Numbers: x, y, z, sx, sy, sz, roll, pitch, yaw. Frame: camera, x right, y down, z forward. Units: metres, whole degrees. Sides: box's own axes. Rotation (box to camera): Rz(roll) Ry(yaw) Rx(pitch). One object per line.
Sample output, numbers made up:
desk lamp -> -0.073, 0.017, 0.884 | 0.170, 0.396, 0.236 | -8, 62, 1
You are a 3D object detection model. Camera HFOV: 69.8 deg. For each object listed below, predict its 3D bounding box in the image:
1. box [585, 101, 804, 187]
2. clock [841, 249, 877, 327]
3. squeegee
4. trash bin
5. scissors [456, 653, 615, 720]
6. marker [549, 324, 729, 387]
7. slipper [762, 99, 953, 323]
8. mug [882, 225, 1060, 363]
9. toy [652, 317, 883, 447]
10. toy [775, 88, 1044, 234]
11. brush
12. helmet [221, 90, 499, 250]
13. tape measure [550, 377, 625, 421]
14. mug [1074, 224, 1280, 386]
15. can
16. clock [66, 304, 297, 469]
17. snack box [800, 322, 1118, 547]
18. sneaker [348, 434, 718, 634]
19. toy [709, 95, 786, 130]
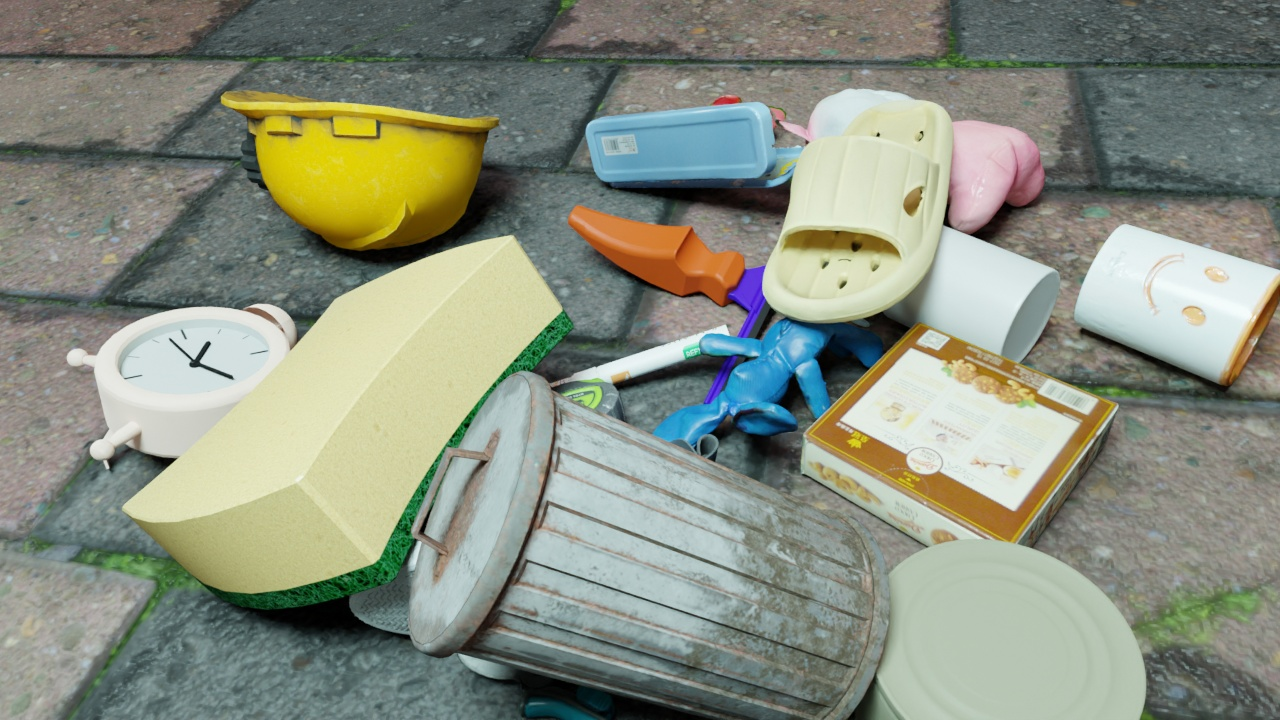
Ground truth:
box -> 0.051, -0.196, 0.833 | 0.211, 0.073, 0.078 | 9, 28, 43
clock -> 0.181, -0.086, 0.746 | 0.094, 0.043, 0.119 | 26, 52, 30
squeegee -> 0.026, -0.085, 0.756 | 0.185, 0.055, 0.248 | 24, 58, 10
trash bin -> -0.003, 0.097, 0.441 | 0.211, 0.131, 0.130 | 24, 38, -21
scissors -> -0.032, 0.185, 0.503 | 0.131, 0.019, 0.149 | -18, 44, -12
marker -> -0.004, 0.004, 0.678 | 0.145, 0.017, 0.017 | -18, 43, 4
slipper -> 0.167, -0.132, 0.663 | 0.111, 0.079, 0.260 | 9, 47, 26
mug -> 0.250, -0.050, 0.680 | 0.097, 0.079, 0.111 | 32, 27, 35
toy -> 0.099, 0.011, 0.629 | 0.176, 0.071, 0.113 | -30, 27, -26
toy -> 0.236, -0.184, 0.808 | 0.141, 0.084, 0.213 | -27, 42, -37
brush -> -0.179, 0.033, 0.583 | 0.195, 0.075, 0.249 | -12, 33, 37
helmet -> -0.252, -0.167, 0.829 | 0.256, 0.131, 0.204 | 13, 15, 29
tape measure -> -0.044, 0.041, 0.648 | 0.065, 0.036, 0.058 | -14, 34, -2
mug -> 0.373, -0.040, 0.639 | 0.105, 0.082, 0.082 | 30, 55, 35
can -> 0.174, 0.161, 0.457 | 0.128, 0.073, 0.127 | -4, 43, 4
clock -> -0.329, 0.022, 0.692 | 0.160, 0.086, 0.131 | -20, 43, -27
snack box -> 0.203, 0.052, 0.594 | 0.143, 0.041, 0.146 | 29, 54, 33
sneaker -> -0.057, 0.097, 0.554 | 0.235, 0.089, 0.087 | -11, 46, -11
toy -> 0.100, -0.230, 0.914 | 0.084, 0.046, 0.103 | 12, 49, 1
